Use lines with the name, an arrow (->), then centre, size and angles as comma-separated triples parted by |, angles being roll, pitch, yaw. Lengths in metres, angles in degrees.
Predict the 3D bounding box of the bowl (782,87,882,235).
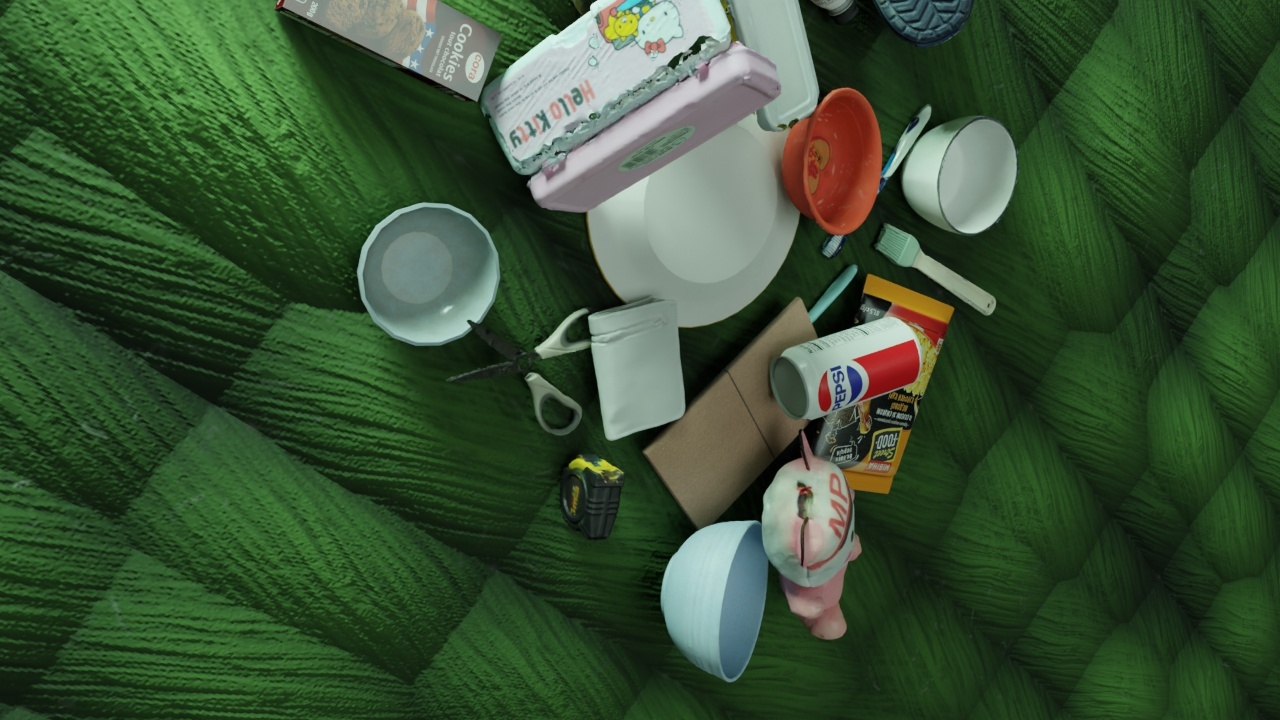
bowl -> 0.169, -0.181, 0.839 | 0.130, 0.045, 0.130 | -12, 106, -45

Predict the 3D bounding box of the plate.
plate -> 0.058, -0.139, 0.809 | 0.229, 0.021, 0.230 | -9, 109, -29

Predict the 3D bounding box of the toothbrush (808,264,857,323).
toothbrush -> 0.158, -0.028, 0.908 | 0.180, 0.016, 0.016 | -49, 123, -8

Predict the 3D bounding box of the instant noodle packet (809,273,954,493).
instant noodle packet -> 0.252, 0.032, 0.970 | 0.159, 0.032, 0.221 | 13, 98, -40

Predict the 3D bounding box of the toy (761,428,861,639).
toy -> 0.169, 0.178, 0.905 | 0.213, 0.084, 0.141 | 68, 35, -50

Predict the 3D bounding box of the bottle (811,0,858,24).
bottle -> 0.152, -0.342, 0.793 | 0.041, 0.041, 0.116 | -51, 123, -9

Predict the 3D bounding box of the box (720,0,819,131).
box -> 0.085, -0.295, 0.744 | 0.083, 0.080, 0.210 | -32, 118, -20

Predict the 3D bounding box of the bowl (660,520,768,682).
bowl -> 0.066, 0.223, 0.878 | 0.150, 0.075, 0.150 | 6, 90, -67

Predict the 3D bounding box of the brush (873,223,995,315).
brush -> 0.324, -0.093, 0.991 | 0.217, 0.012, 0.033 | 23, 93, -35

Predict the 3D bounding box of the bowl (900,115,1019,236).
bowl -> 0.315, -0.187, 0.923 | 0.116, 0.066, 0.116 | -9, 109, -29

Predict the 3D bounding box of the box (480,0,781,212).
box -> -0.011, -0.198, 0.673 | 0.100, 0.202, 0.103 | -10, 76, -59

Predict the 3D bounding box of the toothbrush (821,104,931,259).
toothbrush -> 0.234, -0.179, 0.908 | 0.017, 0.016, 0.189 | 37, 85, -24

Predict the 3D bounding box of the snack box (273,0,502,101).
snack box -> -0.172, -0.234, 0.635 | 0.140, 0.032, 0.051 | 19, 94, -34

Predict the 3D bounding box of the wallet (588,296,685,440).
wallet -> -0.005, 0.005, 0.800 | 0.086, 0.032, 0.116 | -13, 110, -29

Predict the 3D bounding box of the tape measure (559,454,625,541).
tape measure -> -0.043, 0.118, 0.802 | 0.038, 0.063, 0.067 | 2, 103, -32

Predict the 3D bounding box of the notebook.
notebook -> 0.104, 0.056, 0.889 | 0.209, 0.008, 0.141 | -44, 133, -13

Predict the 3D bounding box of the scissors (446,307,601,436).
scissors -> -0.082, 0.004, 0.756 | 0.168, 0.013, 0.158 | -40, 132, -28

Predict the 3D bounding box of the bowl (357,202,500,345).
bowl -> -0.162, -0.067, 0.688 | 0.106, 0.039, 0.106 | -9, 109, -29

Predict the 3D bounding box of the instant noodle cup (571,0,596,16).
instant noodle cup -> 0.010, -0.295, 0.680 | 0.102, 0.108, 0.102 | -8, 108, -27

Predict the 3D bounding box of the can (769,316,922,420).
can -> 0.195, 0.008, 0.869 | 0.132, 0.070, 0.070 | -17, 113, -20

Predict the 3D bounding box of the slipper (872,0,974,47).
slipper -> 0.216, -0.395, 0.790 | 0.253, 0.105, 0.095 | 69, 25, -12
